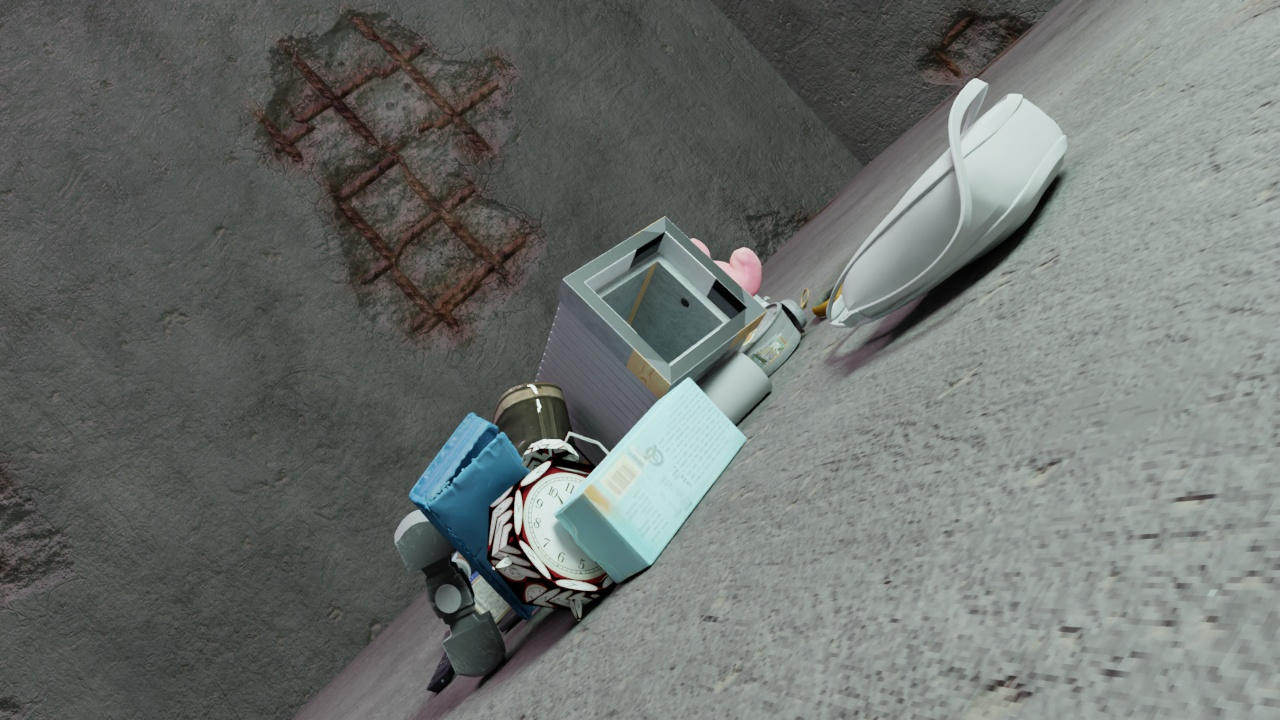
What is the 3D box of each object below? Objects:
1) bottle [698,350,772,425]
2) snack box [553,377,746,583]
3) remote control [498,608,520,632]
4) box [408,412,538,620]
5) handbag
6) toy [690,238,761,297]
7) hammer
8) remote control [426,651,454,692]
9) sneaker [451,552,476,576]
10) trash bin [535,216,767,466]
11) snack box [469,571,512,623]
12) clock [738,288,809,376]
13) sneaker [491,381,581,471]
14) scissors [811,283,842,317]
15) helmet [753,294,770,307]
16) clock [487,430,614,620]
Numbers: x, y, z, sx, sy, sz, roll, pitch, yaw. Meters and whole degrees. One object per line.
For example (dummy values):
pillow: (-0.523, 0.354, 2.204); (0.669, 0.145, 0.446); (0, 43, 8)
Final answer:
bottle: (0.040, 0.075, 0.880); (0.195, 0.052, 0.052); (-43, 1, -9)
snack box: (0.012, 0.092, 0.737); (0.053, 0.075, 0.174); (-42, 2, 46)
remote control: (-0.096, 0.230, 0.937); (0.124, 0.009, 0.046); (-43, 1, 1)
box: (-0.115, 0.147, 0.809); (0.092, 0.048, 0.232); (-56, -33, -26)
handbag: (0.205, -0.095, 0.704); (0.215, 0.095, 0.223); (-41, -5, -43)
toy: (0.036, -0.088, 1.124); (0.213, 0.084, 0.141); (8, 45, 26)
hammer: (-0.183, 0.209, 0.937); (0.043, 0.156, 0.322); (-25, 1, -8)
remote control: (-0.205, 0.326, 1.004); (0.032, 0.015, 0.136); (-43, 4, 2)
sneaker: (-0.163, 0.237, 1.192); (0.098, 0.083, 0.240); (-43, -1, 28)
trash bin: (-0.006, 0.006, 0.962); (0.142, 0.142, 0.248); (-36, -17, -33)
snack box: (-0.131, 0.227, 1.061); (0.206, 0.056, 0.057); (-43, 4, -19)
clock: (0.137, -0.026, 1.021); (0.147, 0.056, 0.104); (-45, 8, -6)
sneaker: (-0.117, 0.138, 0.973); (0.095, 0.119, 0.235); (-1, -36, -26)
scissors: (0.219, -0.069, 0.971); (0.162, 0.016, 0.224); (-43, 3, 32)
helmet: (0.054, -0.033, 1.264); (0.236, 0.163, 0.265); (-44, -3, -24)
clock: (-0.061, 0.127, 0.744); (0.065, 0.114, 0.154); (-42, 19, 44)
